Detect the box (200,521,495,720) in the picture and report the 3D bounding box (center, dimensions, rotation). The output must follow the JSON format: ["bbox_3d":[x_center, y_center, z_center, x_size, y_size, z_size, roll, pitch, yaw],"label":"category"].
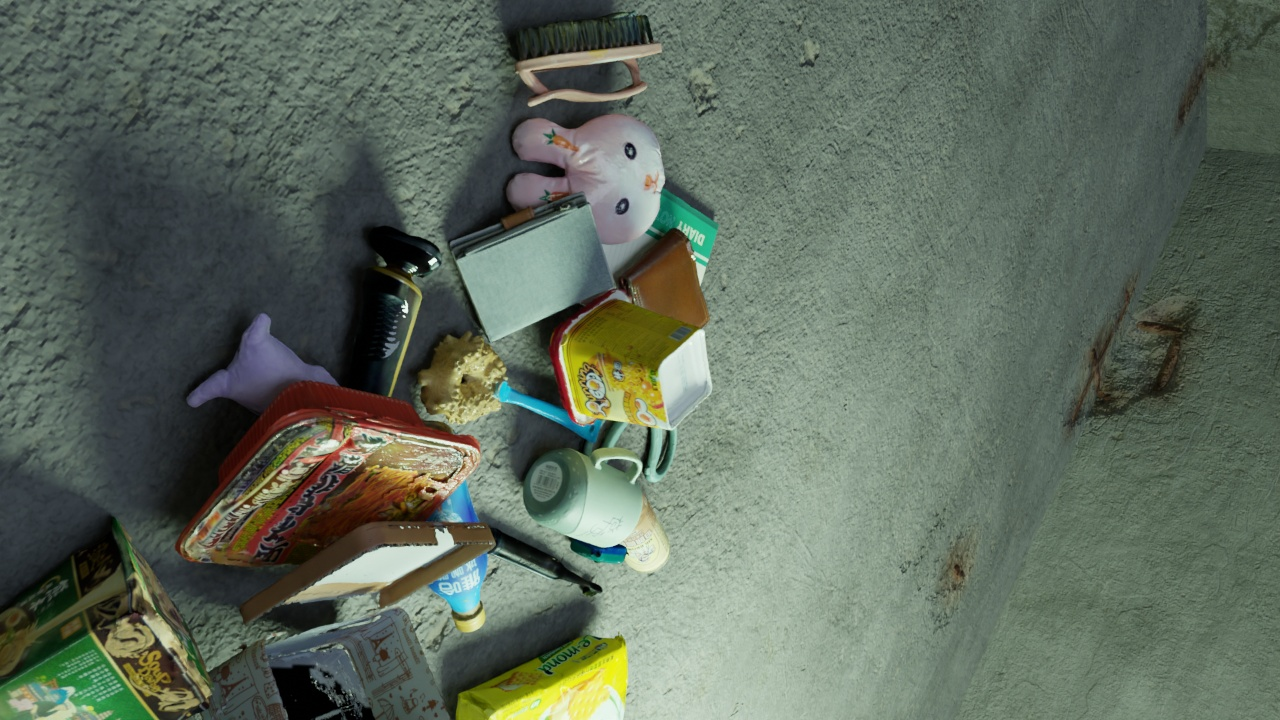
[{"bbox_3d":[-0.201,0.240,0.708,0.198,0.157,0.181,-33,161,13],"label":"box"}]

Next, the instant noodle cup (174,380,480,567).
[{"bbox_3d":[-0.232,0.086,0.693,0.165,0.079,0.188,-44,146,19],"label":"instant noodle cup"}]

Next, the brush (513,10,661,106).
[{"bbox_3d":[-0.050,-0.264,0.811,0.145,0.063,0.073,-25,113,-41],"label":"brush"}]

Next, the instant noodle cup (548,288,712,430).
[{"bbox_3d":[-0.005,0.005,0.880,0.115,0.124,0.116,-40,132,-39],"label":"instant noodle cup"}]

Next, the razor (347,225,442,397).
[{"bbox_3d":[-0.205,-0.024,0.743,0.067,0.062,0.167,-40,148,-77],"label":"razor"}]

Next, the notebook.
[{"bbox_3d":[0.009,-0.109,0.976,0.209,0.012,0.150,20,87,-54],"label":"notebook"}]

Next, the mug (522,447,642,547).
[{"bbox_3d":[-0.052,0.131,0.943,0.112,0.082,0.106,-45,137,12],"label":"mug"}]

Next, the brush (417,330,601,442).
[{"bbox_3d":[-0.112,0.040,0.878,0.254,0.046,0.083,28,76,-52],"label":"brush"}]

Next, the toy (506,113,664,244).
[{"bbox_3d":[-0.046,-0.169,0.850,0.159,0.054,0.121,-1,106,-30],"label":"toy"}]

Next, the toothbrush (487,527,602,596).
[{"bbox_3d":[-0.100,0.223,0.986,0.027,0.026,0.212,-34,141,10],"label":"toothbrush"}]

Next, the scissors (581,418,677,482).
[{"bbox_3d":[0.003,0.082,1.054,0.170,0.019,0.181,-52,137,-23],"label":"scissors"}]

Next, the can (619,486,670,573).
[{"bbox_3d":[-0.008,0.190,1.052,0.058,0.058,0.116,-49,136,-25],"label":"can"}]

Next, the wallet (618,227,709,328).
[{"bbox_3d":[0.025,-0.065,0.976,0.101,0.032,0.125,-44,134,-32],"label":"wallet"}]

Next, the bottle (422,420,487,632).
[{"bbox_3d":[-0.178,0.159,0.836,0.065,0.065,0.219,-33,129,-37],"label":"bottle"}]

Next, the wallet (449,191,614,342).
[{"bbox_3d":[-0.097,-0.087,0.828,0.129,0.037,0.107,-25,125,-12],"label":"wallet"}]

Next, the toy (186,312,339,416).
[{"bbox_3d":[-0.272,0.023,0.688,0.084,0.039,0.108,-48,143,-5],"label":"toy"}]

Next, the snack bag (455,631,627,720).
[{"bbox_3d":[-0.110,0.400,1.011,0.245,0.068,0.158,-7,110,-48],"label":"snack bag"}]

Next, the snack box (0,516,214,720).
[{"bbox_3d":[-0.364,0.193,0.606,0.105,0.117,0.118,-29,124,-25],"label":"snack box"}]

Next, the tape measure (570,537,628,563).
[{"bbox_3d":[-0.050,0.208,1.013,0.058,0.055,0.025,21,85,-51],"label":"tape measure"}]
